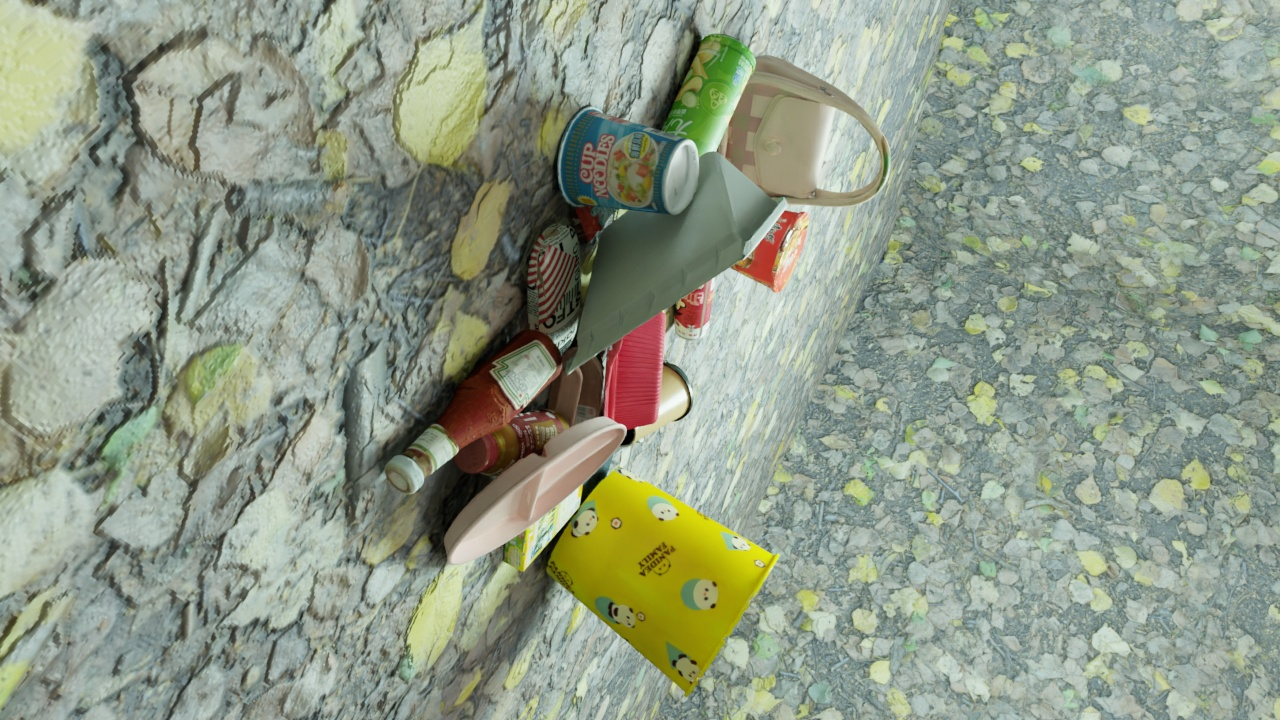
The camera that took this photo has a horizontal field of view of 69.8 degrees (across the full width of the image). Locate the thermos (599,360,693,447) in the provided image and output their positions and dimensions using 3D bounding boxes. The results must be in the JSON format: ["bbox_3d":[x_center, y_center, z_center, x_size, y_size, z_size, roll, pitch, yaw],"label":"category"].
[{"bbox_3d":[0.008,0.063,1.286,0.142,0.093,0.093,-33,142,-47],"label":"thermos"}]

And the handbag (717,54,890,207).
[{"bbox_3d":[0.221,-0.287,1.229,0.093,0.234,0.194,-54,158,-41],"label":"handbag"}]

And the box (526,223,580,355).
[{"bbox_3d":[-0.084,-0.063,0.917,0.068,0.051,0.164,-38,150,-32],"label":"box"}]

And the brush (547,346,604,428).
[{"bbox_3d":[-0.076,0.050,1.050,0.072,0.063,0.146,-57,161,-57],"label":"brush"}]

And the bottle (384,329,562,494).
[{"bbox_3d":[-0.150,0.046,0.838,0.205,0.060,0.060,-46,153,-41],"label":"bottle"}]

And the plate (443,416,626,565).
[{"bbox_3d":[-0.111,0.133,0.962,0.229,0.028,0.230,-37,168,-10],"label":"plate"}]

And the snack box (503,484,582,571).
[{"bbox_3d":[-0.118,0.186,1.145,0.140,0.034,0.087,-48,154,-50],"label":"snack box"}]

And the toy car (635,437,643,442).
[{"bbox_3d":[-0.006,0.094,1.350,0.090,0.043,0.034,-40,114,-47],"label":"toy car"}]

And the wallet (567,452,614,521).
[{"bbox_3d":[-0.070,0.169,1.290,0.097,0.019,0.120,-71,165,9],"label":"wallet"}]

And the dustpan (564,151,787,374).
[{"bbox_3d":[0.057,-0.093,0.943,0.223,0.142,0.257,-32,-143,30],"label":"dustpan"}]

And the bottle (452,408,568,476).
[{"bbox_3d":[-0.131,0.084,0.938,0.174,0.057,0.057,-6,117,-70],"label":"bottle"}]

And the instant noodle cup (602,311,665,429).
[{"bbox_3d":[-0.006,0.006,1.083,0.194,0.066,0.194,12,82,-89],"label":"instant noodle cup"}]

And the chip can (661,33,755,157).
[{"bbox_3d":[0.062,-0.266,1.056,0.221,0.072,0.072,-66,162,-6],"label":"chip can"}]

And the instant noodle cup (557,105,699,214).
[{"bbox_3d":[-0.007,-0.184,0.871,0.099,0.110,0.099,-43,142,-48],"label":"instant noodle cup"}]

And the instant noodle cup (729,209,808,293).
[{"bbox_3d":[0.197,-0.190,1.485,0.137,0.109,0.138,-55,158,-35],"label":"instant noodle cup"}]

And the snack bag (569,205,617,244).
[{"bbox_3d":[-0.037,-0.168,0.958,0.104,0.026,0.048,-58,149,-32],"label":"snack bag"}]

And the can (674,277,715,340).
[{"bbox_3d":[0.079,-0.092,1.350,0.053,0.053,0.133,-53,158,-39],"label":"can"}]

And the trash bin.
[{"bbox_3d":[0.024,0.294,1.274,0.229,0.255,0.230,-53,167,-18],"label":"trash bin"}]
